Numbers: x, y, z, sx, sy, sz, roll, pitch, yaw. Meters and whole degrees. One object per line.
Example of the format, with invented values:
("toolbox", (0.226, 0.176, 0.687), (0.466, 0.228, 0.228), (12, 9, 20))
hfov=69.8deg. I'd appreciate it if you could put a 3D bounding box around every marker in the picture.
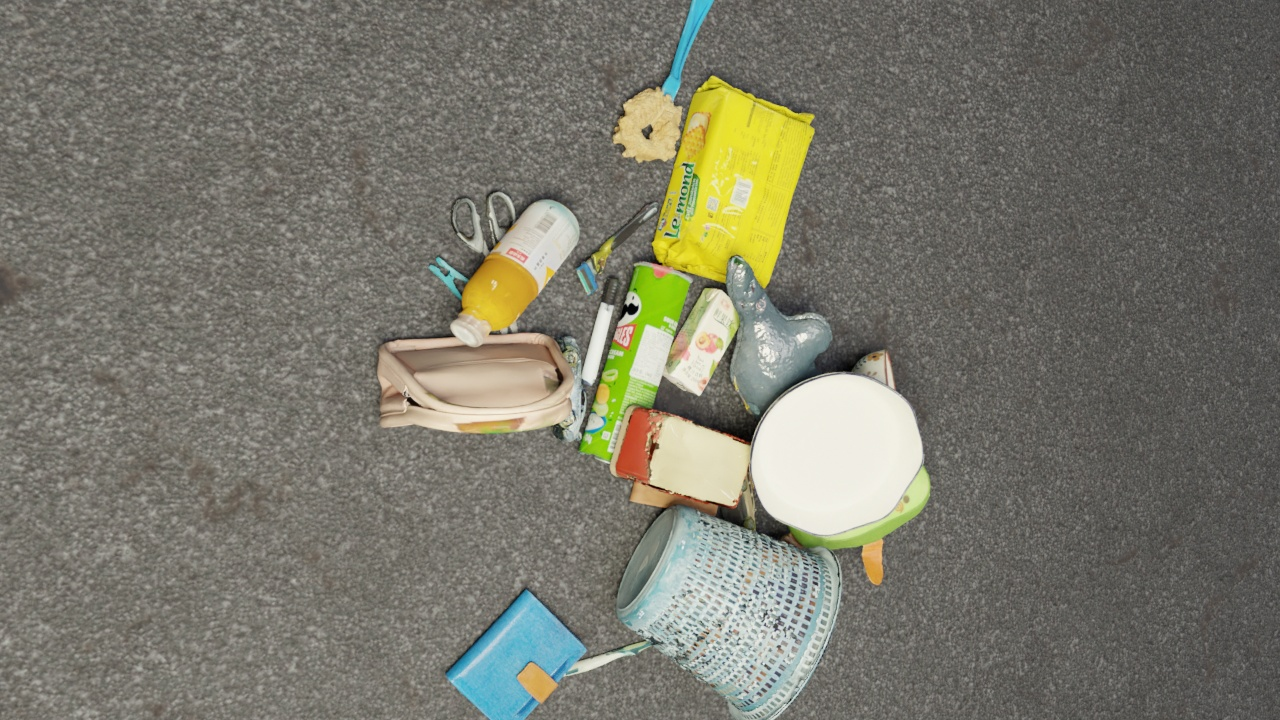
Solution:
("marker", (-0.046, -0.033, 1.078), (0.022, 0.018, 0.130), (17, 87, -54))

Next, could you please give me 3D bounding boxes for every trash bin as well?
("trash bin", (0.088, 0.273, 1.061), (0.195, 0.227, 0.226), (31, 80, -7))

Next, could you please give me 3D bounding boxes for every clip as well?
("clip", (-0.207, -0.090, 1.007), (0.056, 0.014, 0.041), (41, 76, -20))

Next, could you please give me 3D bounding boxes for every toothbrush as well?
("toothbrush", (-0.015, 0.356, 1.115), (0.191, 0.016, 0.018), (-10, 107, -23))

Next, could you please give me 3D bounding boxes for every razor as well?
("razor", (-0.027, -0.140, 1.079), (0.142, 0.022, 0.043), (-48, 143, -19))

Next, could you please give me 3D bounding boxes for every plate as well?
("plate", (0.225, 0.106, 1.078), (0.205, 0.045, 0.205), (-2, 107, -5))

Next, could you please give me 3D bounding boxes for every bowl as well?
("bowl", (0.301, 0.046, 1.202), (0.062, 0.113, 0.113), (-9, 99, 20))

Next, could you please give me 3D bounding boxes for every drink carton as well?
("drink carton", (0.074, -0.024, 1.117), (0.053, 0.045, 0.122), (34, 80, -28))

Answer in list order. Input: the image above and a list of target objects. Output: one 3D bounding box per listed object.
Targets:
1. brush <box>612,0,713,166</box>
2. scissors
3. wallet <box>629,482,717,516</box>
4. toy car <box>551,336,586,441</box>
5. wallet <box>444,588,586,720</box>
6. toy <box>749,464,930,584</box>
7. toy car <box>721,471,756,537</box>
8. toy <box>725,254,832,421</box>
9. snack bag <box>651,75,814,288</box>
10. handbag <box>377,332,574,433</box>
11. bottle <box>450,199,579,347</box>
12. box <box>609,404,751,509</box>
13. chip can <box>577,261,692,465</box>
("brush", (0.040, -0.346, 1.093), (0.083, 0.046, 0.254), (25, 79, -19))
("scissors", (-0.155, -0.105, 1.030), (0.172, 0.014, 0.145), (43, 78, -20))
("wallet", (0.050, 0.134, 1.125), (0.115, 0.020, 0.101), (15, 87, -20))
("toy car", (-0.083, 0.033, 1.046), (0.036, 0.054, 0.120), (-1, 92, -21))
("wallet", (-0.140, 0.345, 1.048), (0.133, 0.040, 0.106), (-45, 104, -15))
("toy", (0.263, 0.178, 1.179), (0.246, 0.090, 0.227), (-15, 89, -9))
("toy car", (0.123, 0.179, 1.151), (0.035, 0.042, 0.090), (-10, 91, -44))
("toy", (0.187, 0.024, 1.111), (0.356, 0.138, 0.091), (50, 35, -18))
("snack bag", (0.117, -0.209, 1.115), (0.158, 0.068, 0.246), (17, 87, -23))
("handbag", (-0.154, 0.032, 0.916), (0.193, 0.234, 0.093), (-6, 100, -23))
("bottle", (-0.135, -0.093, 0.984), (0.068, 0.068, 0.189), (45, 58, -19))
("box", (0.057, 0.111, 1.045), (0.168, 0.079, 0.091), (22, 83, -44))
("chip can", (-0.006, 0.006, 1.068), (0.072, 0.072, 0.236), (19, 86, -24))
